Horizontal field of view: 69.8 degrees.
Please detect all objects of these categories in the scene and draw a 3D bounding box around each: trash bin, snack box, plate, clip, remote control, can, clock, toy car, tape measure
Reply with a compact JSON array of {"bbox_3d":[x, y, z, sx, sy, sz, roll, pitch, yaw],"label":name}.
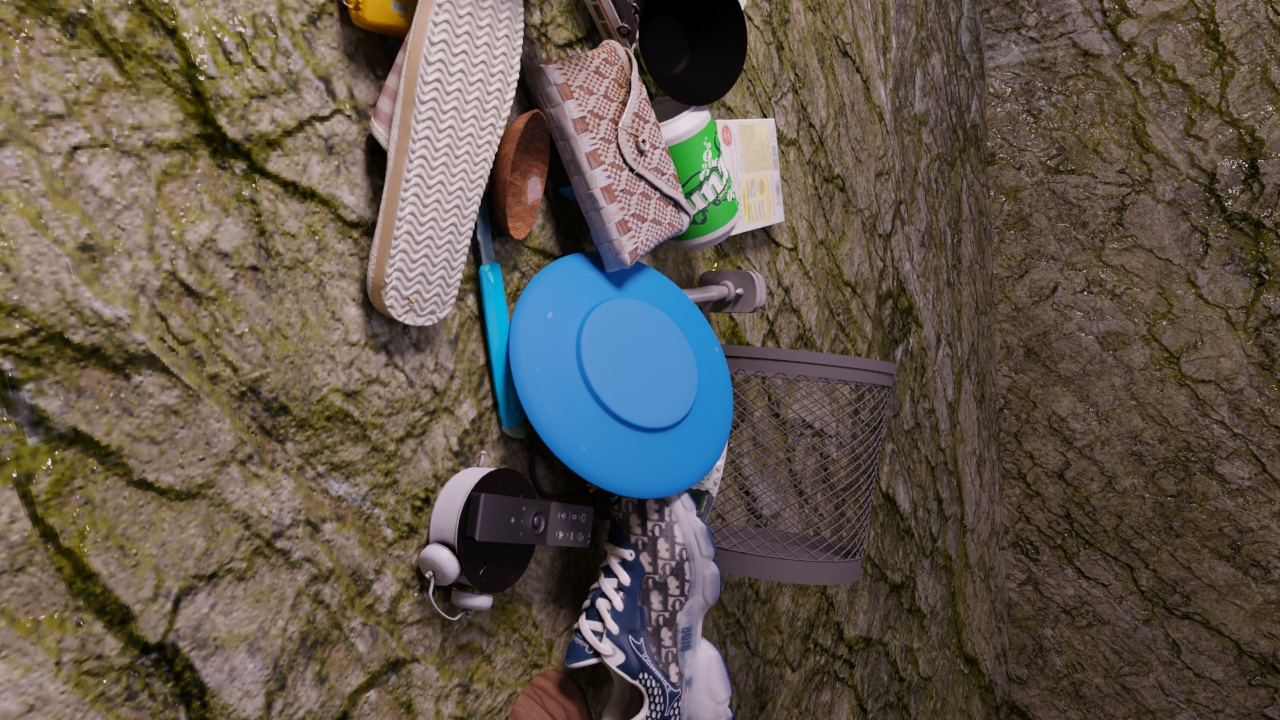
[{"bbox_3d":[0.153,0.107,0.994,0.217,0.218,0.227,8,87,-59],"label":"trash bin"},{"bbox_3d":[0.127,-0.226,1.117,0.167,0.027,0.132,-24,110,-56],"label":"snack box"},{"bbox_3d":[-0.005,0.005,0.775,0.224,0.024,0.224,16,60,-29],"label":"plate"},{"bbox_3d":[-0.040,-0.169,0.842,0.122,0.033,0.120,64,36,-35],"label":"clip"},{"bbox_3d":[0.049,0.110,0.870,0.060,0.028,0.114,18,90,-43],"label":"remote control"},{"bbox_3d":[0.043,-0.186,0.919,0.087,0.088,0.140,-58,137,-41],"label":"can"},{"bbox_3d":[-0.124,0.137,0.698,0.094,0.035,0.122,60,43,-40],"label":"clock"},{"bbox_3d":[-0.082,0.127,0.718,0.150,0.013,0.034,22,71,-57],"label":"remote control"},{"bbox_3d":[-0.033,-0.332,0.835,0.113,0.039,0.039,54,47,-52],"label":"toy car"},{"bbox_3d":[-0.173,-0.250,0.613,0.068,0.030,0.059,-21,109,-64],"label":"tape measure"}]

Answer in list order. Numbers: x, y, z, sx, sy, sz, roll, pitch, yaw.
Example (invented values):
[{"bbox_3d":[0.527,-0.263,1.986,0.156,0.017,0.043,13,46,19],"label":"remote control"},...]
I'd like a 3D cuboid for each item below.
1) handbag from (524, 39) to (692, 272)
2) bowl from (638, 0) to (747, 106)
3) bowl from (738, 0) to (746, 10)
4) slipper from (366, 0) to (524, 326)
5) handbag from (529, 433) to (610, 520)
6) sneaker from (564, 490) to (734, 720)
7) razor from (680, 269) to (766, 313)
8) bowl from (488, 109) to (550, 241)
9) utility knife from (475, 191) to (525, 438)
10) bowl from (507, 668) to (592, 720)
[{"bbox_3d":[-0.019,-0.182,0.800,0.123,0.047,0.186,-39,112,-47],"label":"handbag"},{"bbox_3d":[0.036,-0.302,0.865,0.123,0.053,0.124,-7,102,-32],"label":"bowl"},{"bbox_3d":[0.043,-0.408,0.925,0.150,0.077,0.151,-2,92,-59],"label":"bowl"},{"bbox_3d":[-0.143,-0.155,0.645,0.115,0.052,0.263,11,92,-65],"label":"slipper"},{"bbox_3d":[-0.031,0.058,0.844,0.195,0.072,0.176,-31,118,-42],"label":"handbag"},{"bbox_3d":[-0.008,0.220,0.794,0.132,0.103,0.269,-14,99,-29],"label":"sneaker"},{"bbox_3d":[0.063,-0.070,0.984,0.116,0.088,0.047,-10,99,-39],"label":"razor"},{"bbox_3d":[-0.100,-0.147,0.722,0.114,0.026,0.102,9,94,-84],"label":"bowl"},{"bbox_3d":[-0.114,-0.040,0.730,0.031,0.015,0.220,-30,119,-59],"label":"utility knife"},{"bbox_3d":[-0.071,0.330,0.791,0.119,0.032,0.119,-1,92,-59],"label":"bowl"}]
